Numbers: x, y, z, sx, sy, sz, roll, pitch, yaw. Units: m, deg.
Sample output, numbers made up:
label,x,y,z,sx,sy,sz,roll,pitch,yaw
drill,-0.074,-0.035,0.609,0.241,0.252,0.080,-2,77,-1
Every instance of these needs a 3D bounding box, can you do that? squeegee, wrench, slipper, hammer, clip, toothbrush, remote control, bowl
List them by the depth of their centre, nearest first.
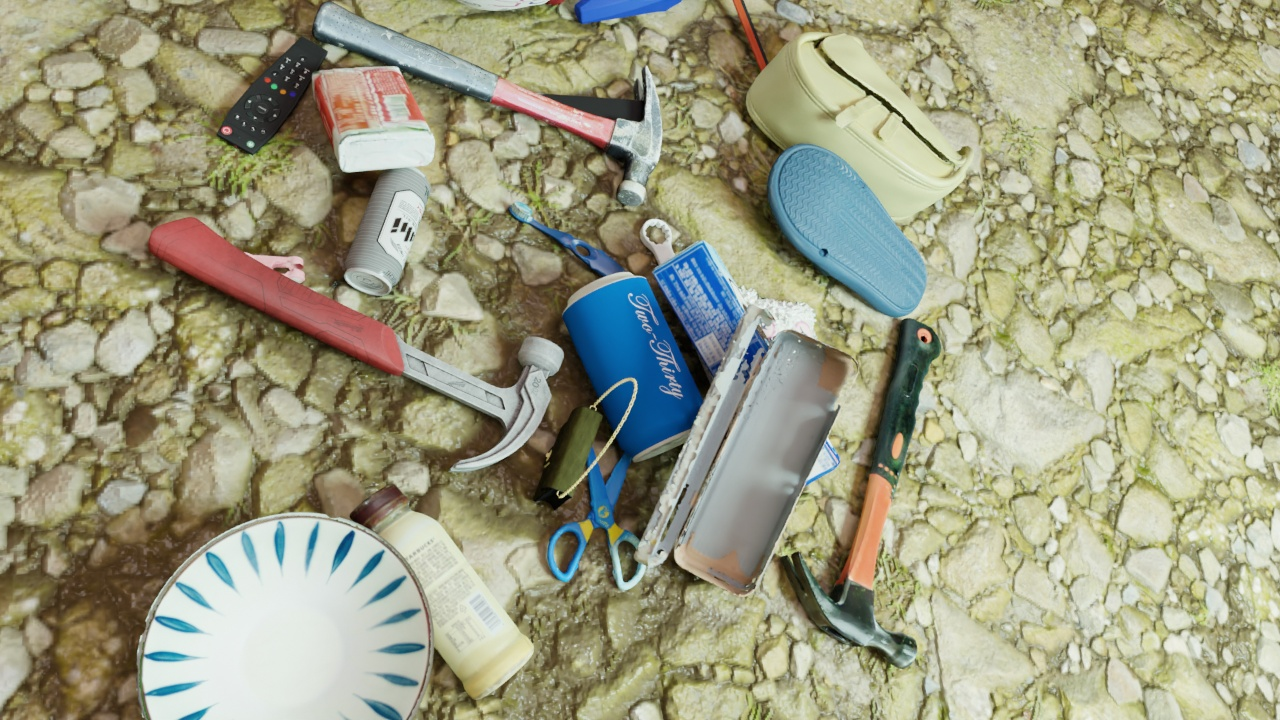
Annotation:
label,x,y,z,sx,sy,sz,roll,pitch,yaw
bowl,-0.232,0.196,0.612,0.177,0.071,0.177,7,68,-18
hammer,-0.220,-0.018,0.707,0.315,0.036,0.126,27,66,-15
clip,-0.292,-0.066,0.717,0.058,0.022,0.037,-6,69,-25
remote control,-0.308,-0.225,0.777,0.039,0.010,0.124,29,63,-9
toothbrush,-0.060,-0.103,0.824,0.132,0.016,0.021,33,64,-6
wrench,0.060,-0.008,0.838,0.047,0.009,0.273,-17,77,-26
hammer,-0.132,-0.257,0.846,0.326,0.036,0.140,18,66,-14
hammer,0.227,0.100,0.852,0.133,0.033,0.332,28,62,-8
slipper,0.201,-0.120,0.910,0.213,0.059,0.103,40,69,-19
squeegee,0.019,-0.382,0.938,0.184,0.055,0.249,-24,95,-15

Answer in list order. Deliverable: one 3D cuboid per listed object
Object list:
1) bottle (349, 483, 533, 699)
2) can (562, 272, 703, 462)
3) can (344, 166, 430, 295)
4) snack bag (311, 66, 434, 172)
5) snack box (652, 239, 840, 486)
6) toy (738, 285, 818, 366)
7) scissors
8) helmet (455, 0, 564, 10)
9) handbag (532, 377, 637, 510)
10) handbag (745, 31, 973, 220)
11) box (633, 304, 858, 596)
label,x,y,z,sx,sy,sz,roll,pitch,yaw
bottle,-0.147,0.164,0.665,0.056,0.057,0.162,-37,86,-29
can,-0.005,0.004,0.768,0.078,0.079,0.146,-19,78,-26
can,-0.207,-0.108,0.753,0.044,0.044,0.106,19,65,-14
snack bag,-0.223,-0.202,0.762,0.077,0.036,0.116,-11,48,-24
snack box,0.092,0.005,0.797,0.059,0.059,0.226,-31,81,11
toy,0.126,-0.015,0.849,0.095,0.041,0.108,9,69,-17
scissors,-0.023,0.128,0.752,0.105,0.019,0.131,31,63,-12
helmet,-0.101,-0.472,0.823,0.231,0.237,0.313,25,63,-13
handbag,-0.039,0.057,0.678,0.027,0.178,0.084,25,63,-11
handbag,0.240,-0.250,0.957,0.233,0.089,0.190,45,55,-2
box,0.087,0.076,0.718,0.105,0.096,0.216,25,92,6
